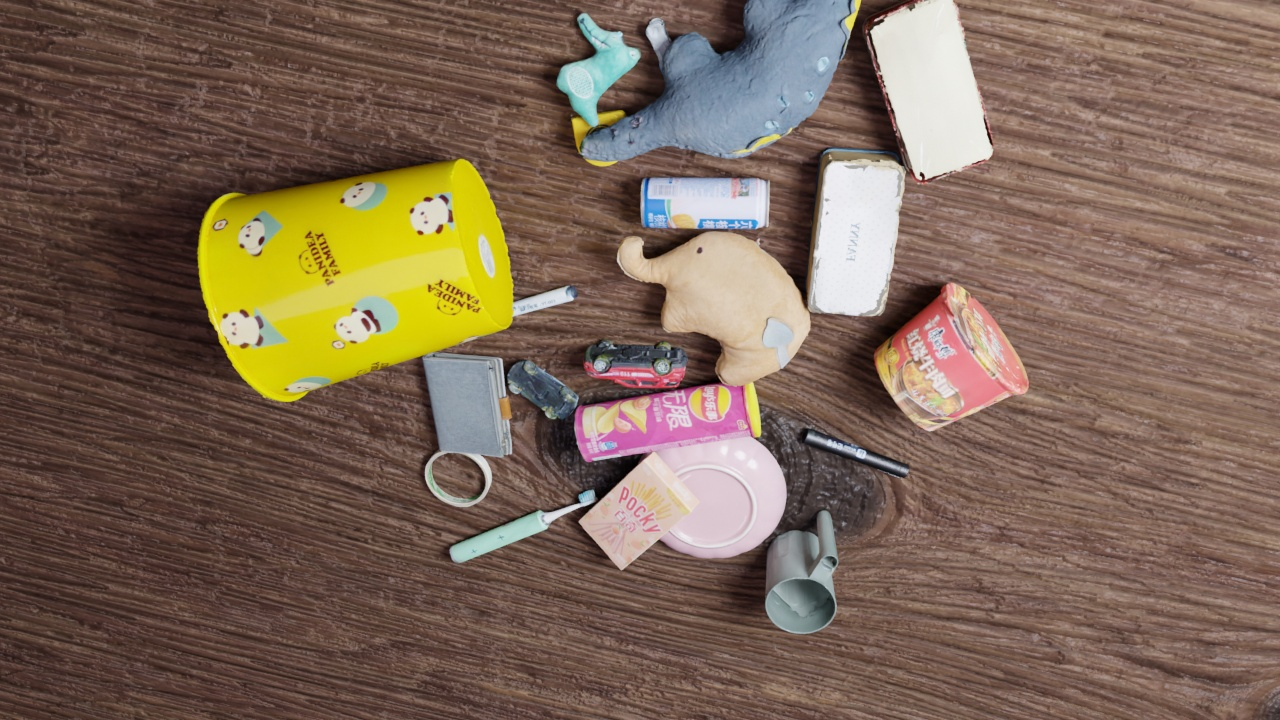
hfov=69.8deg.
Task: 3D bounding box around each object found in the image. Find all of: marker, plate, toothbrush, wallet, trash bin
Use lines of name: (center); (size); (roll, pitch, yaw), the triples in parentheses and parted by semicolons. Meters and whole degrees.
marker: (0.256, 0.111, 1.097); (0.132, 0.020, 0.022); (20, 145, -3)
plate: (0.084, 0.172, 1.137); (0.192, 0.039, 0.193); (3, 115, 7)
toothbrush: (-0.153, 0.218, 1.199); (0.225, 0.026, 0.027); (-24, 87, 18)
wallet: (-0.208, 0.054, 1.126); (0.107, 0.036, 0.130); (4, 115, 18)
marker: (-0.135, -0.062, 1.072); (0.131, 0.018, 0.023); (-14, 121, 14)
trash bin: (-0.284, -0.095, 0.974); (0.255, 0.229, 0.230); (-13, 112, 7)

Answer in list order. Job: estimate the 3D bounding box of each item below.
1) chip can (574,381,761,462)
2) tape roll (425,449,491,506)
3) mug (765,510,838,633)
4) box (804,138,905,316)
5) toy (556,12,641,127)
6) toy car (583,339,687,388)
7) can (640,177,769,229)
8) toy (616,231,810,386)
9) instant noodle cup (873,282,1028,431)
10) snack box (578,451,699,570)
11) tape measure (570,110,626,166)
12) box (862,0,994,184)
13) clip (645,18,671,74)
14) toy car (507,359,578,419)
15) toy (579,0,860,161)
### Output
chip can: (0.031, 0.070, 1.080); (0.211, 0.071, 0.071); (-10, 113, 13)
tape roll: (-0.236, 0.149, 1.185); (0.086, 0.013, 0.086); (3, 115, 6)
mug: (0.204, 0.255, 1.124); (0.083, 0.103, 0.124); (24, 114, -4)
box: (0.223, -0.139, 0.965); (0.090, 0.059, 0.184); (6, 113, 4)
toy: (-0.046, -0.302, 0.937); (0.092, 0.030, 0.096); (-39, 97, 1)
toy car: (-0.006, 0.006, 1.065); (0.120, 0.052, 0.045); (5, 117, 4)
can: (0.069, -0.167, 0.974); (0.134, 0.053, 0.053); (2, 115, 7)
toy: (0.083, -0.076, 1.000); (0.226, 0.082, 0.143); (41, 98, -8)
instant noodle cup: (0.327, 0.003, 0.981); (0.138, 0.137, 0.109); (44, 121, -12)
snack box: (-0.005, 0.187, 1.132); (0.084, 0.026, 0.158); (47, 128, 6)
tape measure: (-0.040, -0.236, 0.971); (0.060, 0.028, 0.057); (-6, 113, 10)
box: (0.281, -0.263, 0.887); (0.091, 0.076, 0.168); (-19, 111, 16)
clip: (0.024, -0.317, 0.931); (0.025, 0.029, 0.057); (-17, 118, 17)
toy car: (-0.117, 0.033, 1.104); (0.090, 0.034, 0.043); (34, 117, -6)
toy: (0.102, -0.278, 0.897); (0.357, 0.091, 0.138); (-33, 107, 19)
